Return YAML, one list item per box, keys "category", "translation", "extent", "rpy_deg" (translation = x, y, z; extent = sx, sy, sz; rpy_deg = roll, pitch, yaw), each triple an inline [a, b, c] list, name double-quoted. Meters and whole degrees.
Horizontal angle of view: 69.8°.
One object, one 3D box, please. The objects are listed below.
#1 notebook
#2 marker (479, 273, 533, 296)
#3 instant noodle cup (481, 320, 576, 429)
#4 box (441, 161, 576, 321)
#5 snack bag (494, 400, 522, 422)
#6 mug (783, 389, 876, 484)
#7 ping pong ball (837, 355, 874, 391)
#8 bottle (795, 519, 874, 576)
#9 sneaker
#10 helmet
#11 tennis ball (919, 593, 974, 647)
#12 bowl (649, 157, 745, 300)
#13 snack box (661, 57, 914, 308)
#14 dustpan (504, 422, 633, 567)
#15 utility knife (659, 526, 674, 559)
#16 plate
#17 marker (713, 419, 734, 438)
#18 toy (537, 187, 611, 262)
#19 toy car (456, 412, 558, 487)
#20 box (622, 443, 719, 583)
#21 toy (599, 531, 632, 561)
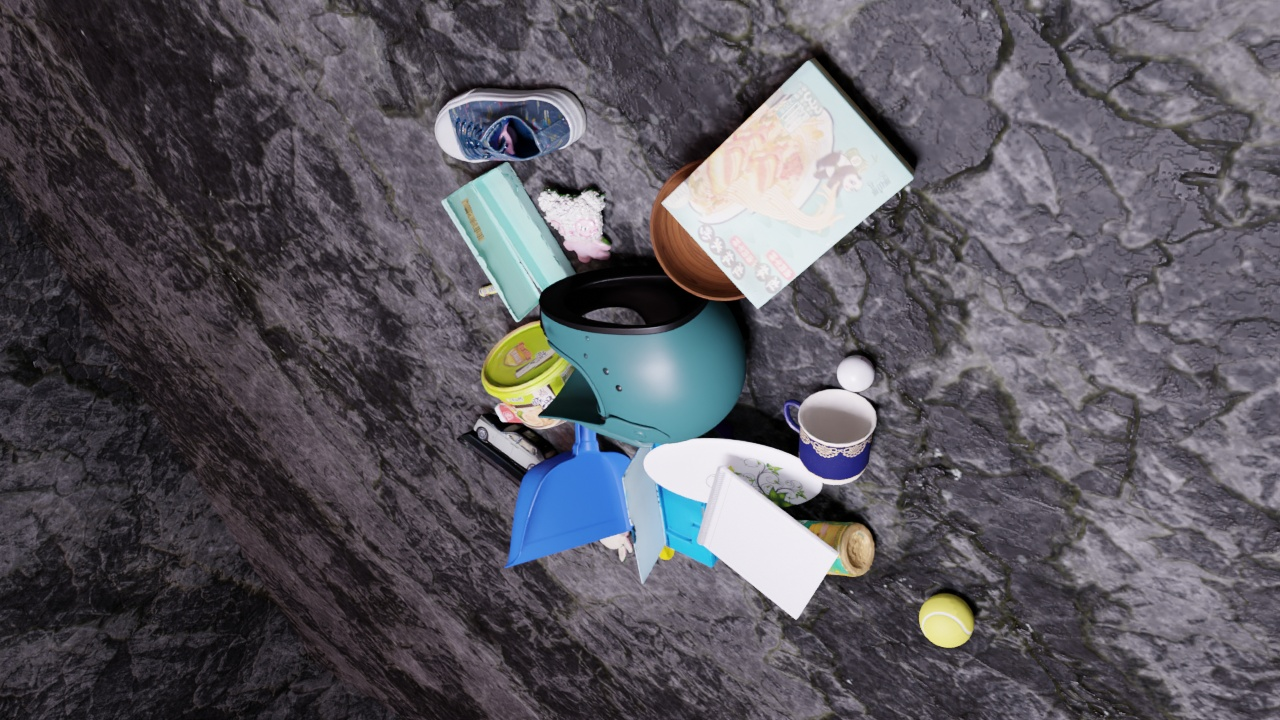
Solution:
- category: "notebook"
  translation: [0.158, 0.245, 1.211]
  extent: [0.178, 0.013, 0.246]
  rpy_deg: [37, 152, 19]
- category: "marker"
  translation: [-0.187, -0.109, 1.303]
  extent: [0.133, 0.014, 0.014]
  rpy_deg: [-9, 118, 47]
- category: "instant noodle cup"
  translation: [-0.139, 0.023, 1.286]
  extent: [0.146, 0.145, 0.098]
  rpy_deg: [7, 140, 39]
- category: "box"
  translation: [-0.172, -0.148, 1.188]
  extent: [0.077, 0.092, 0.188]
  rpy_deg: [-8, 119, 48]
- category: "snack bag"
  translation: [-0.157, 0.062, 1.386]
  extent: [0.116, 0.076, 0.036]
  rpy_deg: [-2, 122, 44]
- category: "mug"
  translation: [0.214, 0.090, 1.066]
  extent: [0.112, 0.085, 0.089]
  rpy_deg: [26, 142, 30]
- category: "ping pong ball"
  translation: [0.236, 0.014, 1.007]
  extent: [0.040, 0.040, 0.040]
  rpy_deg: [25, 139, 24]
- category: "bottle"
  translation: [0.211, 0.248, 1.230]
  extent: [0.210, 0.067, 0.068]
  rpy_deg: [-10, 118, 52]
- category: "sneaker"
  translation: [-0.173, -0.271, 1.082]
  extent: [0.236, 0.079, 0.087]
  rpy_deg: [6, 129, 39]
- category: "helmet"
  translation: [-0.006, 0.006, 1.102]
  extent: [0.275, 0.175, 0.200]
  rpy_deg: [6, 128, 28]
- category: "tennis ball"
  translation: [0.382, 0.324, 1.146]
  extent: [0.065, 0.065, 0.065]
  rpy_deg: [25, 139, 24]
- category: "bowl"
  translation: [0.089, -0.142, 0.958]
  extent: [0.147, 0.068, 0.147]
  rpy_deg: [6, 111, 15]
- category: "snack box"
  translation: [0.137, -0.164, 0.870]
  extent: [0.141, 0.044, 0.194]
  rpy_deg: [47, 117, -3]
- category: "dustpan"
  translation: [-0.095, 0.160, 1.365]
  extent: [0.060, 0.245, 0.257]
  rpy_deg: [3, 98, 47]
- category: "utility knife"
  translation: [0.018, 0.244, 1.440]
  extent: [0.020, 0.028, 0.173]
  rpy_deg: [1, 124, 35]
- category: "plate"
  translation: [0.120, 0.137, 1.189]
  extent: [0.229, 0.030, 0.230]
  rpy_deg: [8, 152, 4]
- category: "marker"
  translation: [0.071, 0.057, 1.222]
  extent: [0.134, 0.015, 0.018]
  rpy_deg: [40, 115, 6]
- category: "toy"
  translation: [-0.075, -0.163, 1.131]
  extent: [0.096, 0.041, 0.109]
  rpy_deg: [8, 136, 36]
- category: "toy car"
  translation: [-0.197, 0.149, 1.516]
  extent: [0.192, 0.094, 0.071]
  rpy_deg: [34, 112, 15]
- category: "box"
  translation: [0.042, 0.225, 1.325]
  extent: [0.094, 0.115, 0.244]
  rpy_deg: [20, 137, 31]
- category: "toy"
  translation: [-0.049, 0.280, 1.515]
  extent: [0.112, 0.050, 0.087]
  rpy_deg: [46, 151, 22]
